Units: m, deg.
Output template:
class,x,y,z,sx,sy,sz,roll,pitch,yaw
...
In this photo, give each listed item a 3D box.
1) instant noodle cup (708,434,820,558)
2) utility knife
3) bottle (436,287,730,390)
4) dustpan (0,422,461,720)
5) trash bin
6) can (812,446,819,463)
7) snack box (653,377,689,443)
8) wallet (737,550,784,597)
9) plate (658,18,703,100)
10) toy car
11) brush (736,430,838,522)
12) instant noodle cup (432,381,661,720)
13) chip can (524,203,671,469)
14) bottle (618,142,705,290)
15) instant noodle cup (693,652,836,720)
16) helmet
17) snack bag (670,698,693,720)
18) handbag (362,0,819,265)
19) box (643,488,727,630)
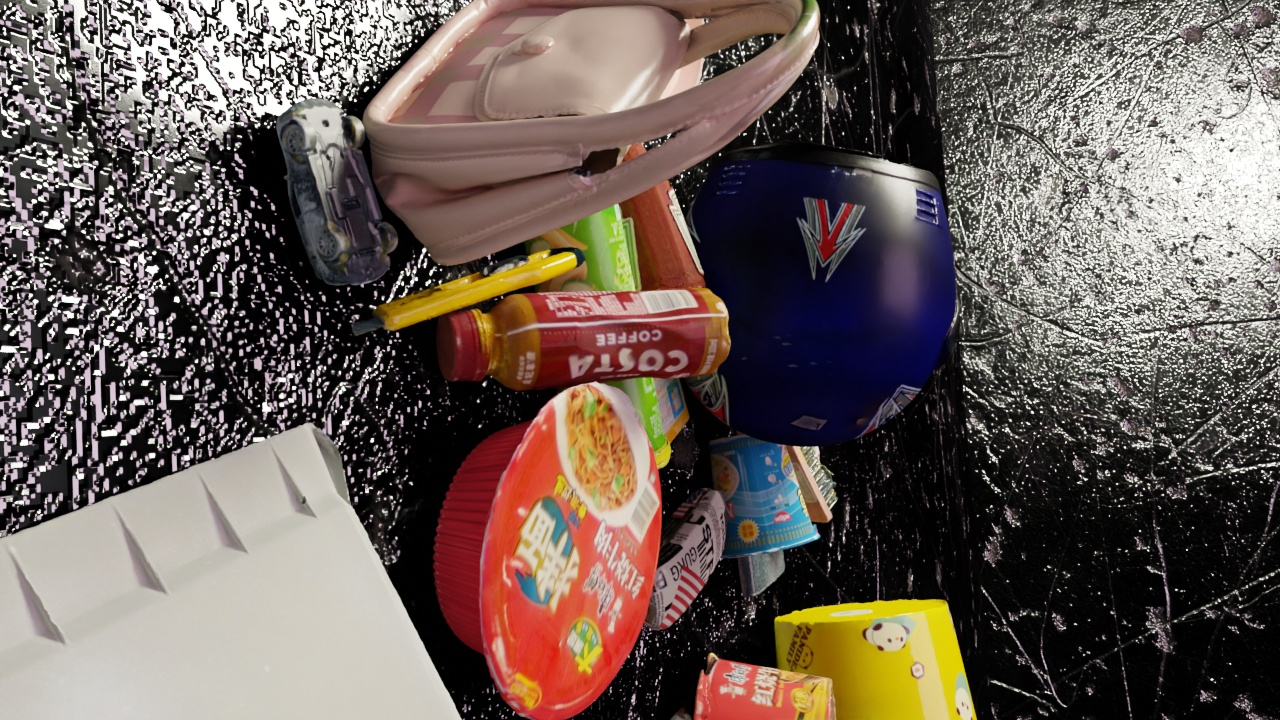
class,x,y,z,sx,sy,sz,roll,pitch,yaw
instant noodle cup,0.109,0.122,0.868,0.099,0.099,0.110,1,75,-63
utility knife,-0.093,-0.042,0.520,0.171,0.033,0.015,-27,116,-45
bottle,-0.033,-0.013,0.554,0.174,0.058,0.057,-4,88,-26
dustpan,-0.176,0.194,0.370,0.257,0.143,0.222,54,28,5
trash bin,0.246,0.389,0.952,0.229,0.230,0.255,14,67,-62
can,0.161,0.062,1.015,0.053,0.053,0.133,-52,130,-54
snack box,-0.004,0.004,0.723,0.086,0.034,0.140,-46,127,-56
wallet,0.126,0.186,0.964,0.120,0.019,0.097,-4,88,-65
plate,0.001,-0.335,0.803,0.229,0.028,0.229,23,64,-61
toy car,-0.150,-0.081,0.446,0.042,0.034,0.090,-33,112,-58
brush,0.148,0.109,0.962,0.072,0.063,0.146,-38,110,-33
instant noodle cup,-0.057,0.108,0.545,0.193,0.066,0.194,-9,101,-60
chip can,-0.034,-0.031,0.626,0.072,0.073,0.221,-32,114,-61
bottle,-0.011,-0.133,0.678,0.059,0.060,0.206,-11,81,-63
instant noodle cup,0.107,0.321,0.767,0.137,0.109,0.138,0,89,-77
helmet,0.141,-0.048,0.807,0.315,0.247,0.240,-22,122,-83
snack bag,0.023,0.319,0.722,0.103,0.026,0.048,-57,144,-53
handbag,-0.016,-0.149,0.501,0.093,0.235,0.192,66,32,-36
box,0.041,0.163,0.765,0.163,0.051,0.068,-44,144,-58
